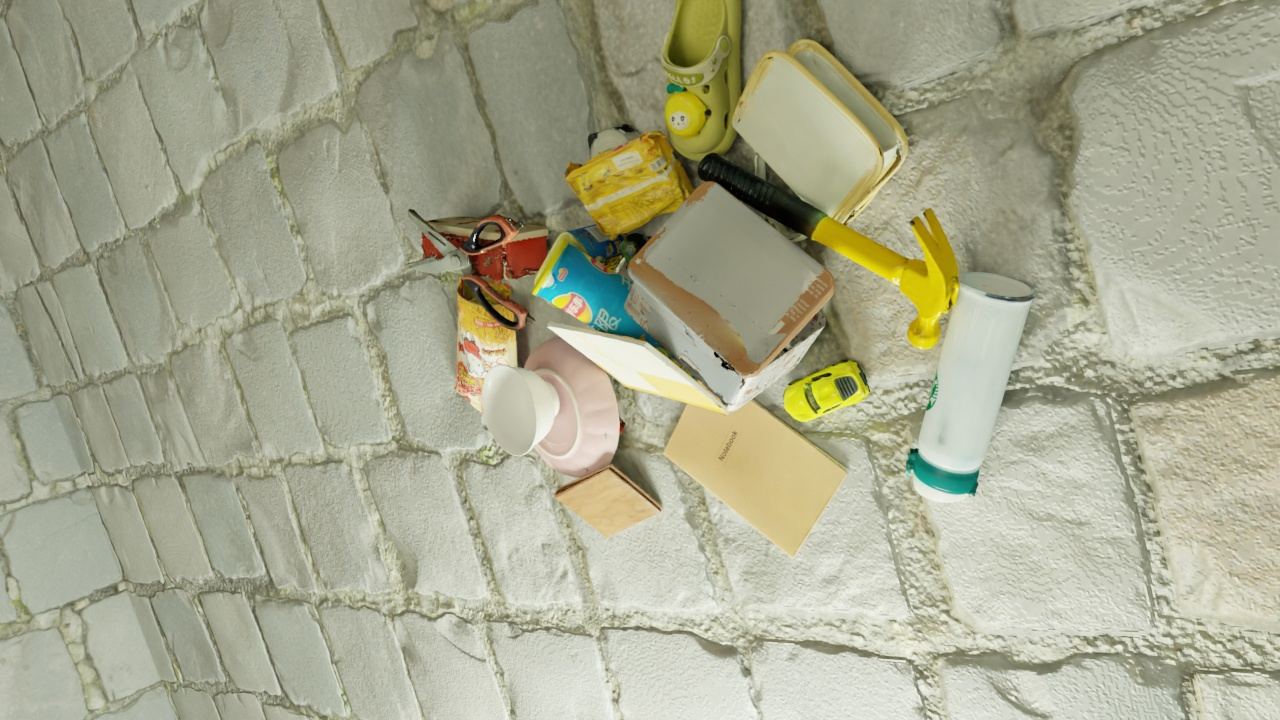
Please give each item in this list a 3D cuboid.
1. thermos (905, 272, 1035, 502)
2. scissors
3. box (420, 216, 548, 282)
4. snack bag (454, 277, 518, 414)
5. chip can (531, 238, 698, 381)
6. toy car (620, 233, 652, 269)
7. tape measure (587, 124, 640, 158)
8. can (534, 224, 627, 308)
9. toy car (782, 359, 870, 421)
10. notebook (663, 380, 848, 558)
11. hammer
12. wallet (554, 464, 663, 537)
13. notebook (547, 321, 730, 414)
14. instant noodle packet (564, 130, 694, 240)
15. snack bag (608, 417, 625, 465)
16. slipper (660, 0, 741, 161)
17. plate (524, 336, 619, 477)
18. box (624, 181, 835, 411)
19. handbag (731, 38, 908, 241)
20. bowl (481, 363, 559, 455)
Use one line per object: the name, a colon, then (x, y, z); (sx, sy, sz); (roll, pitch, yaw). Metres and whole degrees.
thermos: (0.309, 0.031, 0.877); (0.073, 0.073, 0.225); (22, 119, 31)
scissors: (-0.212, -0.119, 1.148); (0.226, 0.015, 0.189); (-13, 104, 39)
box: (-0.206, -0.141, 1.203); (0.168, 0.091, 0.078); (12, 110, 35)
snack bag: (-0.216, -0.009, 1.287); (0.129, 0.073, 0.208); (26, 128, 28)
chip can: (-0.015, -0.053, 1.036); (0.210, 0.071, 0.071); (31, 128, -10)
toy car: (0.008, -0.107, 1.078); (0.036, 0.043, 0.091); (-31, 85, 41)
tape measure: (-0.026, -0.238, 1.064); (0.066, 0.033, 0.066); (-4, 105, 39)
can: (-0.071, -0.116, 1.110); (0.057, 0.083, 0.102); (47, 128, 16)
toy car: (0.196, 0.036, 0.991); (0.105, 0.032, 0.048); (-27, 89, 42)
notebook: (0.130, 0.121, 1.089); (0.208, 0.008, 0.148); (38, 125, 21)
hammer: (0.174, -0.130, 0.890); (0.301, 0.032, 0.129); (36, 145, 31)
wallet: (-0.043, 0.186, 1.213); (0.101, 0.020, 0.116); (41, 133, -20)
notebook: (-0.006, 0.006, 1.052); (0.146, 0.010, 0.206); (39, 165, -33)
instant noodle packet: (-0.008, -0.197, 1.025); (0.129, 0.044, 0.111); (-16, 128, 29)
snack bag: (-0.047, 0.115, 1.212); (0.048, 0.026, 0.104); (44, 132, 43)
slipper: (0.053, -0.303, 0.950); (0.092, 0.081, 0.191); (17, 114, 35)
plate: (-0.105, 0.066, 1.212); (0.193, 0.038, 0.192); (16, 112, 44)
box: (0.091, -0.074, 0.934); (0.182, 0.149, 0.167); (45, 141, 16)
handbag: (0.164, -0.206, 0.920); (0.163, 0.063, 0.179); (50, 144, 13)
bowl: (-0.143, 0.056, 1.170); (0.118, 0.064, 0.118); (17, 114, 44)
